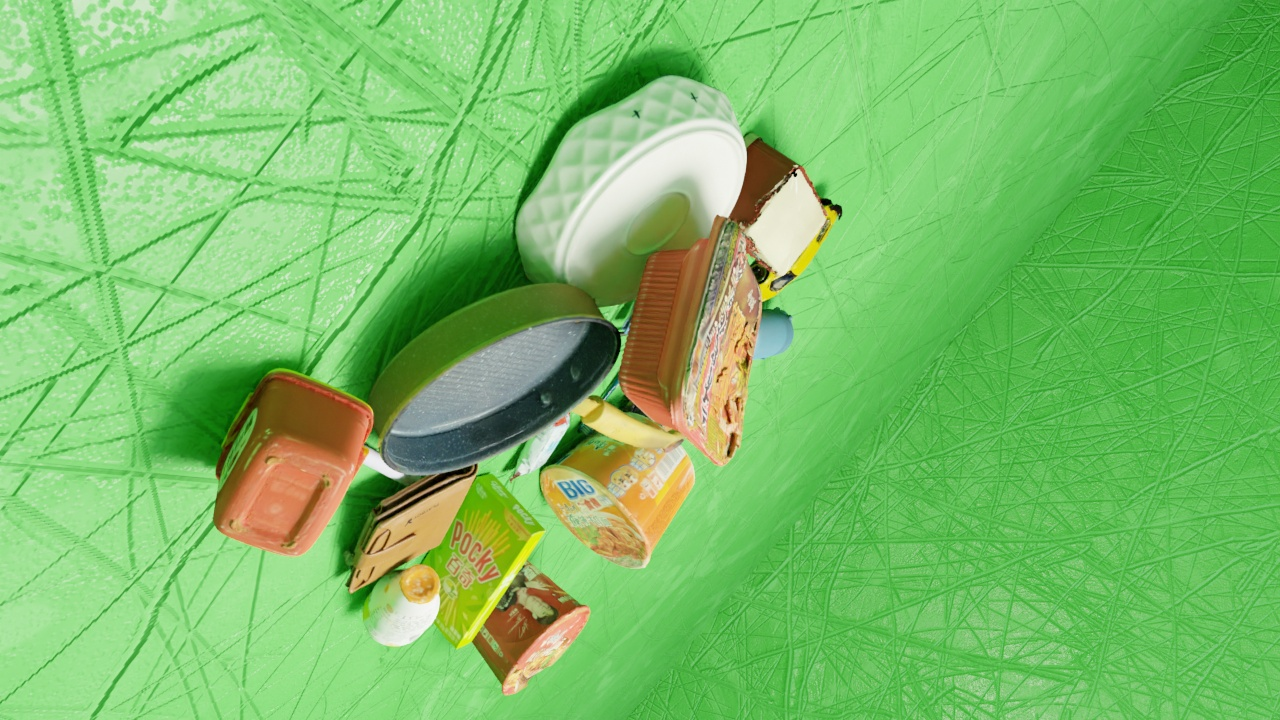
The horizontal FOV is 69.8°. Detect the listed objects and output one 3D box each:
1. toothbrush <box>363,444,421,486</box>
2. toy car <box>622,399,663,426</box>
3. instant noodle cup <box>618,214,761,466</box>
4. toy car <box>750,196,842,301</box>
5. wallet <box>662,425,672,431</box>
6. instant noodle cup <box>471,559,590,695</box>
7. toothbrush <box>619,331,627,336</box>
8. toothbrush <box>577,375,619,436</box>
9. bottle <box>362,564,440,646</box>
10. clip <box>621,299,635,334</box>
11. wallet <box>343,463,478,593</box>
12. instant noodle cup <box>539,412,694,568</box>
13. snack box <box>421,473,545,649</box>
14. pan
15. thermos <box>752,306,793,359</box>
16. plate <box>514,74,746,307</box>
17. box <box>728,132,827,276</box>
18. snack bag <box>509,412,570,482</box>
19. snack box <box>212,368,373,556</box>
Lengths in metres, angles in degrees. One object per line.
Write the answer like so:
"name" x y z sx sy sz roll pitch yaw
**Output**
"toothbrush" -0.204 0.073 0.700 0.021 0.029 0.189 -8 159 6
"toy car" 0.023 0.032 1.029 0.121 0.053 0.045 -55 -177 33
"instant noodle cup" 0.044 -0.012 0.731 0.189 0.079 0.164 48 54 -64
"toy car" 0.176 -0.125 1.076 0.156 0.041 0.071 -51 159 10
"wallet" 0.048 0.054 1.138 0.106 0.040 0.133 -31 152 -48
"instant noodle cup" -0.144 0.306 1.089 0.137 0.108 0.138 -40 158 -21
"toothbrush" -0.043 -0.025 0.857 0.185 0.012 0.017 -12 133 -57
"toothbrush" -0.006 0.006 0.973 0.192 0.018 0.016 -52 158 9
"bottle" -0.215 0.221 0.841 0.063 0.063 0.109 -31 169 -39
"clip" -0.001 -0.051 0.878 0.024 0.028 0.057 -10 133 -57
"wallet" -0.199 0.142 0.789 0.107 0.031 0.132 -28 160 -43
"instant noodle cup" -0.019 0.136 1.010 0.111 0.151 0.152 -46 160 -31
"snack box" -0.163 0.196 0.898 0.157 0.086 0.026 -56 157 19
"pan" -0.062 0.038 0.755 0.198 0.078 0.356 -39 159 19
"thermos" 0.123 -0.029 1.102 0.070 0.070 0.220 -57 157 20
"plate" 0.002 -0.118 0.701 0.204 0.045 0.205 -31 154 -17
"box" 0.129 -0.142 0.901 0.091 0.078 0.168 -52 158 5
"snack bag" -0.097 0.080 0.910 0.105 0.026 0.045 -59 166 27
"snack box" -0.211 0.065 0.558 0.082 0.080 0.091 26 108 -25
